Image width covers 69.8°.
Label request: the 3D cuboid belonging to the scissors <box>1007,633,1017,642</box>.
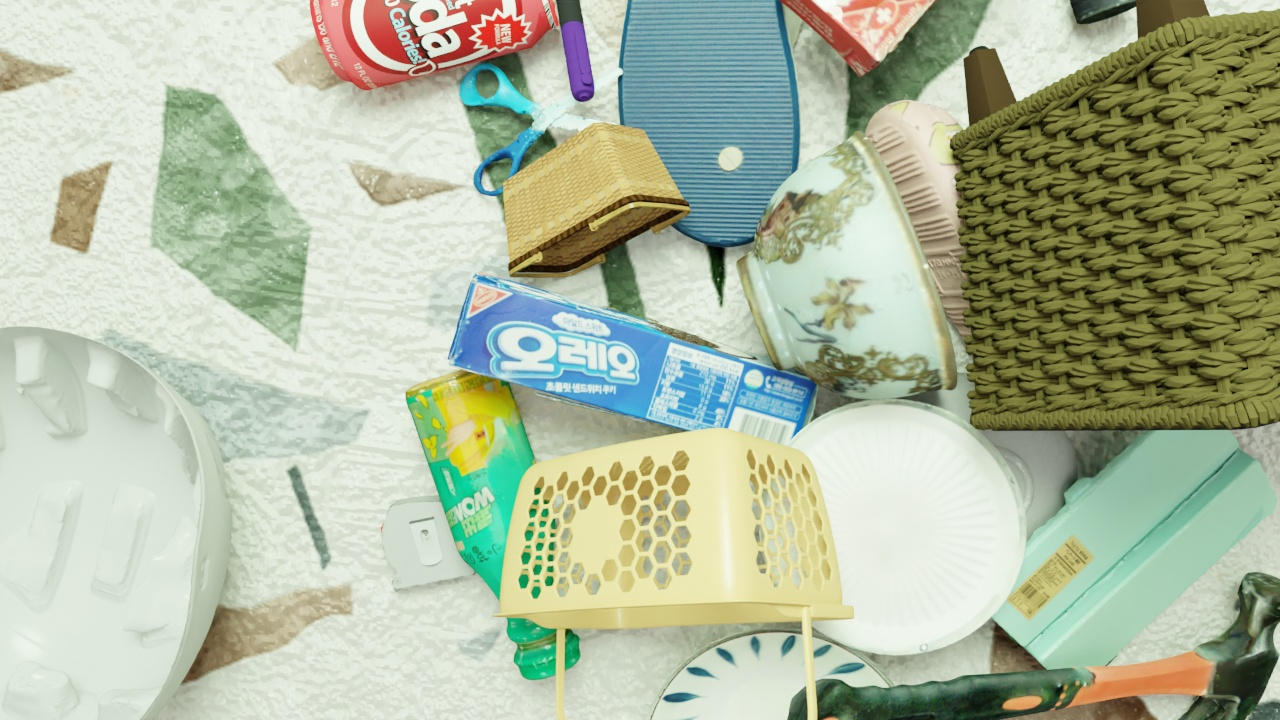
[{"bbox_3d":[0.286,0.134,0.619,0.070,0.014,0.130,41,97,-1],"label":"scissors"}]

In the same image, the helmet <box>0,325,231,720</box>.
[{"bbox_3d":[-0.373,0.118,0.569,0.224,0.183,0.282,11,102,-3],"label":"helmet"}]

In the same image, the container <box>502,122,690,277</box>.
[{"bbox_3d":[-0.034,-0.099,0.574,0.114,0.063,0.061,-23,80,37],"label":"container"}]

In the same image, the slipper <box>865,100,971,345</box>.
[{"bbox_3d":[0.216,-0.081,0.568,0.081,0.093,0.197,-31,93,-6],"label":"slipper"}]

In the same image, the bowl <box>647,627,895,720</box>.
[{"bbox_3d":[0.090,0.251,0.611,0.177,0.071,0.177,0,96,4],"label":"bowl"}]

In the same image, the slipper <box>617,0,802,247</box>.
[{"bbox_3d":[0.048,-0.221,0.577,0.118,0.060,0.295,4,105,6],"label":"slipper"}]

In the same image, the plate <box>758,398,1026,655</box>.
[{"bbox_3d":[0.151,0.101,0.560,0.157,0.014,0.157,0,92,13],"label":"plate"}]

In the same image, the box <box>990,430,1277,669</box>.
[{"bbox_3d":[0.308,0.118,0.580,0.187,0.033,0.136,-47,125,6],"label":"box"}]

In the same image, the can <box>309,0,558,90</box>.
[{"bbox_3d":[-0.129,-0.223,0.580,0.142,0.074,0.074,-13,94,4],"label":"can"}]

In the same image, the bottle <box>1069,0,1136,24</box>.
[{"bbox_3d":[0.270,-0.290,0.560,0.056,0.056,0.161,-15,95,4],"label":"bottle"}]

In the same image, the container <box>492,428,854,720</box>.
[{"bbox_3d":[0.014,0.137,0.534,0.184,0.129,0.166,-14,68,37],"label":"container"}]

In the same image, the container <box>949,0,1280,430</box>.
[{"bbox_3d":[0.335,-0.095,0.474,0.320,0.177,0.205,-11,89,-16],"label":"container"}]

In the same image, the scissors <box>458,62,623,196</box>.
[{"bbox_3d":[-0.064,-0.146,0.597,0.134,0.015,0.104,12,99,21],"label":"scissors"}]

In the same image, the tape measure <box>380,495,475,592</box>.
[{"bbox_3d":[-0.148,0.126,0.639,0.060,0.020,0.062,-12,94,4],"label":"tape measure"}]

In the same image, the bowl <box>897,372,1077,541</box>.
[{"bbox_3d":[0.214,0.077,0.591,0.132,0.064,0.132,0,95,3],"label":"bowl"}]

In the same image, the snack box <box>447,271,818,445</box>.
[{"bbox_3d":[-0.003,0.003,0.577,0.226,0.059,0.059,15,98,-12],"label":"snack box"}]

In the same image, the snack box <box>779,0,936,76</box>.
[{"bbox_3d":[0.195,-0.289,0.509,0.076,0.044,0.273,42,94,-2],"label":"snack box"}]

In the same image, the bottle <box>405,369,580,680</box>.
[{"bbox_3d":[-0.092,0.107,0.610,0.068,0.068,0.209,-18,94,5],"label":"bottle"}]

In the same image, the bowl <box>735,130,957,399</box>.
[{"bbox_3d":[0.113,-0.042,0.545,0.094,0.159,0.160,-21,93,11],"label":"bowl"}]

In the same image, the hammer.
[{"bbox_3d":[0.248,0.203,0.566,0.333,0.033,0.133,0,111,-14],"label":"hammer"}]

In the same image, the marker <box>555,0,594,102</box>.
[{"bbox_3d":[-0.045,-0.223,0.581,0.015,0.018,0.133,-3,69,-20],"label":"marker"}]
